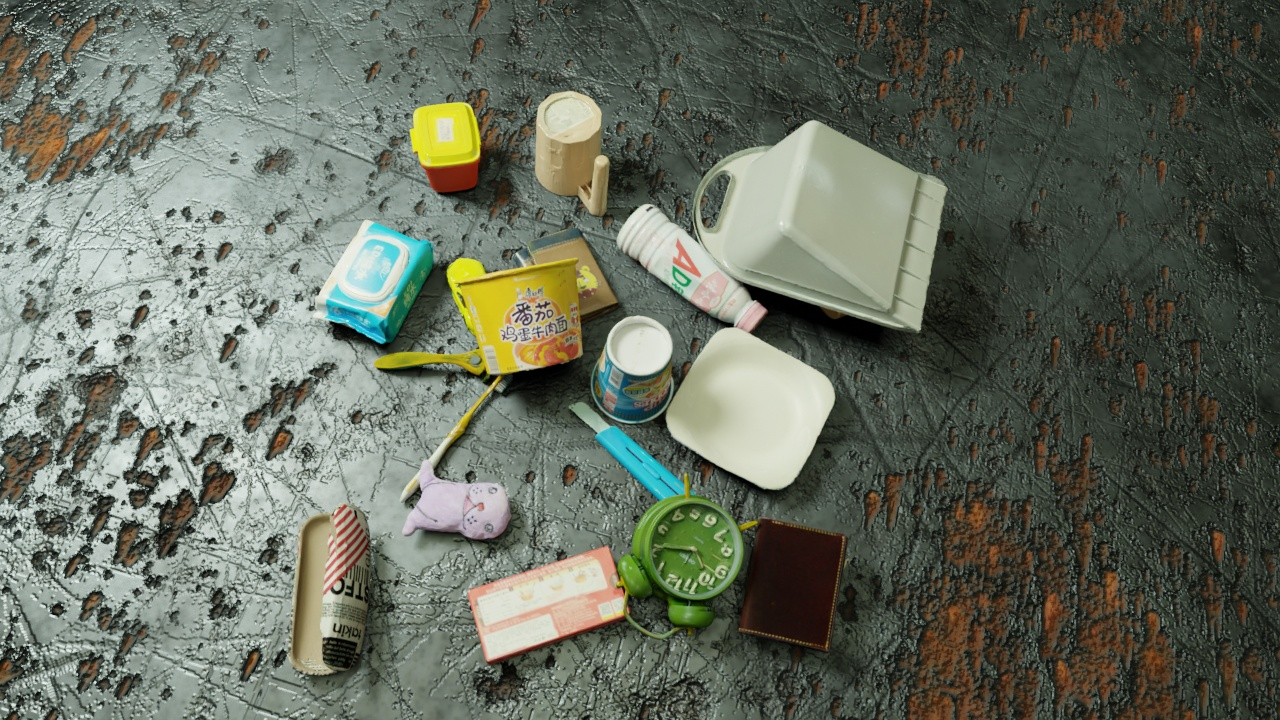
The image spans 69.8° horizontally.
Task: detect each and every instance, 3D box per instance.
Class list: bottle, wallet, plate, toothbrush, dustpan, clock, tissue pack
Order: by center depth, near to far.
[{"bbox_3d":[0.043,0.210,0.947,0.116,0.056,0.161,33,75,-1],"label":"clock"},{"bbox_3d":[0.159,0.231,0.950,0.096,0.020,0.122,11,75,5],"label":"wallet"},{"bbox_3d":[-0.201,0.083,1.015,0.018,0.016,0.191,36,67,1],"label":"toothbrush"},{"bbox_3d":[0.125,0.057,1.046,0.164,0.034,0.163,29,66,8],"label":"plate"},{"bbox_3d":[-0.305,-0.091,1.057,0.090,0.063,0.139,21,65,4],"label":"tissue pack"},{"bbox_3d":[0.204,-0.161,1.091,0.257,0.143,0.222,29,63,-19],"label":"dustpan"},{"bbox_3d":[0.064,-0.105,1.099,0.197,0.068,0.068,39,68,9],"label":"bottle"},{"bbox_3d":[-0.089,-0.097,1.099,0.090,0.033,0.115,-23,73,-16],"label":"wallet"}]

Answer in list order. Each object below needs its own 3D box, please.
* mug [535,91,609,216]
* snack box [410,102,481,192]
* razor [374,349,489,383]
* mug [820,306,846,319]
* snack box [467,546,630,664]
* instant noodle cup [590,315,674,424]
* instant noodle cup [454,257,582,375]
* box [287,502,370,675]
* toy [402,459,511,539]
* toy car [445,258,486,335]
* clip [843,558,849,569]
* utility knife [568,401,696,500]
[{"bbox_3d":[-0.078,-0.252,1.130,0.084,0.104,0.124,-29,71,-17],"label":"mug"},{"bbox_3d":[-0.238,-0.259,1.131,0.082,0.080,0.091,-9,67,-10],"label":"snack box"},{"bbox_3d":[-0.237,0.002,1.044,0.132,0.028,0.043,1,69,-3],"label":"razor"},{"bbox_3d":[0.275,-0.102,1.114,0.122,0.078,0.078,-26,70,-10],"label":"mug"},{"bbox_3d":[-0.094,0.251,0.943,0.152,0.025,0.075,-16,67,-12],"label":"snack box"},{"bbox_3d":[-0.006,0.006,1.016,0.099,0.110,0.099,2,66,-4],"label":"instant noodle cup"},{"bbox_3d":[-0.125,-0.048,1.009,0.138,0.138,0.110,-13,97,-11],"label":"instant noodle cup"},{"bbox_3d":[-0.314,0.229,0.916,0.088,0.076,0.162,-14,65,17],"label":"box"},{"bbox_3d":[-0.189,0.153,0.971,0.108,0.039,0.083,9,69,-1],"label":"toy"},{"bbox_3d":[-0.195,-0.079,1.080,0.048,0.032,0.105,-21,68,-14],"label":"toy car"},{"bbox_3d":[0.184,0.239,0.971,0.083,0.035,0.104,31,71,9],"label":"clip"},{"bbox_3d":[-0.007,0.109,1.020,0.191,0.018,0.034,41,69,13],"label":"utility knife"}]
